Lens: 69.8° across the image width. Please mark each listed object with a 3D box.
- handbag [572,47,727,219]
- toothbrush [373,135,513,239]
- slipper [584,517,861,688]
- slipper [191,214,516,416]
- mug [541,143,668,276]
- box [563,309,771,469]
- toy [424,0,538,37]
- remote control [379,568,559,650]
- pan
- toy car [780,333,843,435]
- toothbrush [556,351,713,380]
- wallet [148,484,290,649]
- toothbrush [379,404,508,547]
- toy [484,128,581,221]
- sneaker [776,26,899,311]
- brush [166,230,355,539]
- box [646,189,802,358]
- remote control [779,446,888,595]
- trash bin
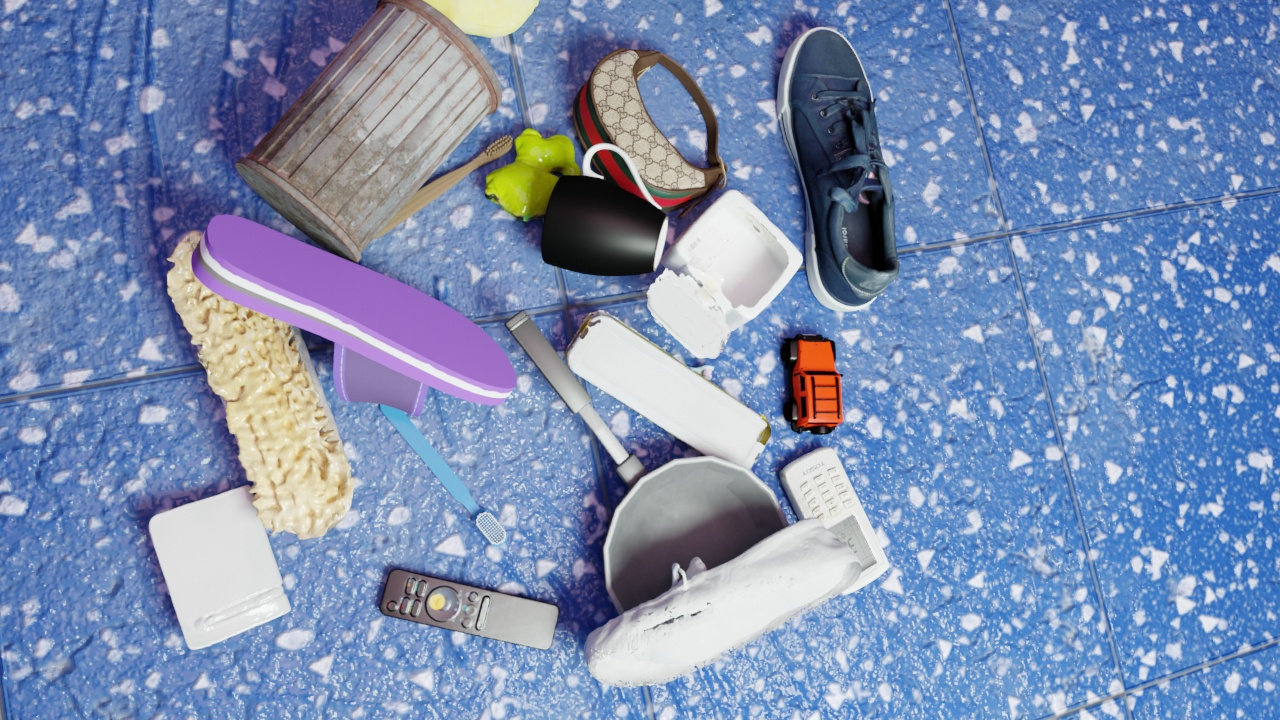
[{"bbox_3d":[0.018,-0.221,0.888,0.138,0.063,0.166,-31,91,-27],"label":"handbag"},{"bbox_3d":[-0.184,-0.161,0.845,0.166,0.016,0.016,-38,90,-16],"label":"toothbrush"},{"bbox_3d":[0.066,0.203,0.779,0.246,0.074,0.112,-23,125,-13],"label":"slipper"},{"bbox_3d":[-0.238,-0.016,0.749,0.266,0.107,0.084,26,114,-32],"label":"slipper"},{"bbox_3d":[-0.026,-0.133,0.828,0.100,0.085,0.119,14,96,7],"label":"mug"},{"bbox_3d":[0.028,0.031,0.852,0.209,0.033,0.064,33,88,-12],"label":"box"},{"bbox_3d":[-0.176,-0.361,0.851,0.170,0.065,0.154,18,59,-15],"label":"toy"},{"bbox_3d":[-0.147,0.216,0.796,0.152,0.020,0.041,16,78,-11],"label":"remote control"},{"bbox_3d":[-0.005,0.103,0.821,0.178,0.041,0.357,-39,99,-13],"label":"pan"},{"bbox_3d":[0.170,0.022,0.893,0.051,0.049,0.100,1,81,-15],"label":"toy car"},{"bbox_3d":[-0.005,0.005,0.867,0.155,0.016,0.022,7,124,-14],"label":"toothbrush"},{"bbox_3d":[-0.342,0.168,0.747,0.086,0.032,0.116,-14,83,-27],"label":"wallet"},{"bbox_3d":[-0.174,0.098,0.809,0.016,0.014,0.166,-40,92,-17],"label":"toothbrush"},{"bbox_3d":[-0.100,-0.172,0.859,0.094,0.036,0.093,3,76,-21],"label":"toy"},{"bbox_3d":[0.205,-0.203,0.899,0.120,0.127,0.294,-4,81,-17],"label":"sneaker"},{"bbox_3d":[-0.313,0.018,0.761,0.083,0.057,0.271,-21,87,-16],"label":"brush"},{"bbox_3d":[0.067,-0.072,0.867,0.110,0.083,0.189,42,57,-4],"label":"box"},{"bbox_3d":[0.187,0.155,0.890,0.060,0.025,0.138,-25,89,-17],"label":"remote control"},{"bbox_3d":[-0.222,-0.202,0.782,0.131,0.131,0.210,38,76,-7],"label":"trash bin"}]
